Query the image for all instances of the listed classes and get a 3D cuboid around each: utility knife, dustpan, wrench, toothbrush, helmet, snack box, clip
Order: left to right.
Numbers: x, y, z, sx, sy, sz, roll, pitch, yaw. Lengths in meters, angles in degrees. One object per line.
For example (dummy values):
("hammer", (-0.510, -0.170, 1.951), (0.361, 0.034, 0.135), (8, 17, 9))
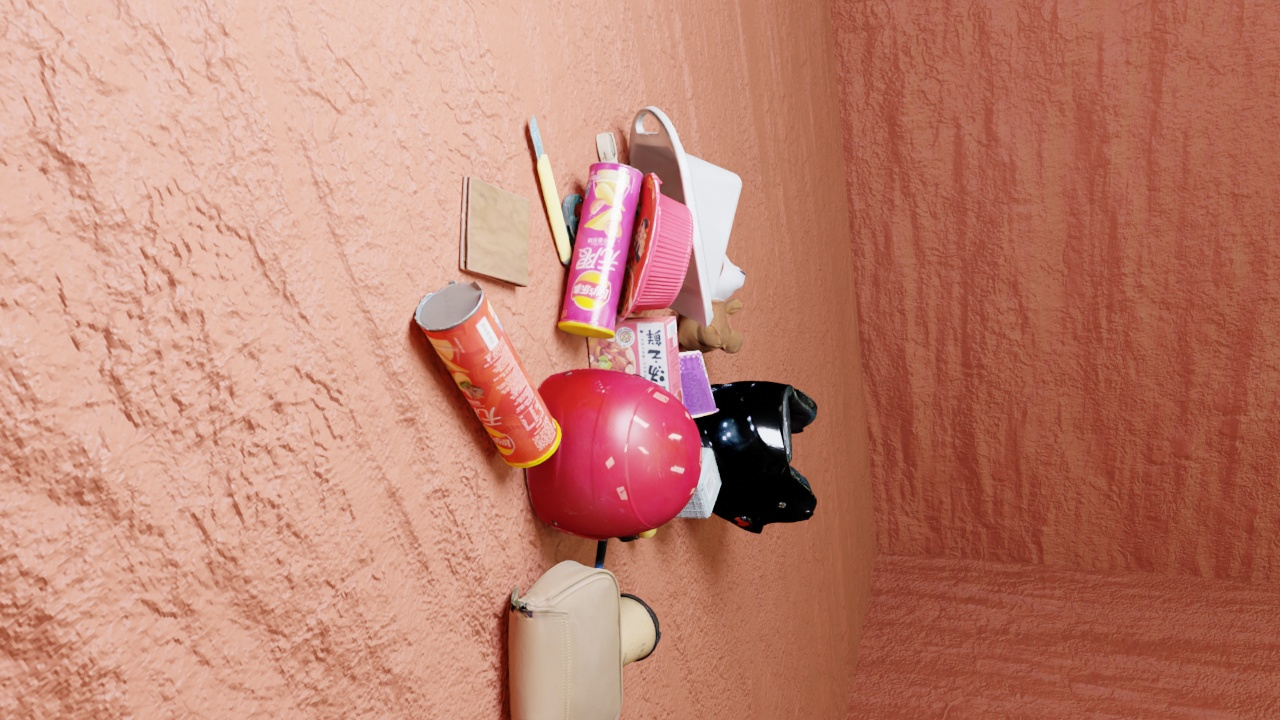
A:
("utility knife", (-0.105, -0.198, 1.102), (0.030, 0.020, 0.197), (-64, 154, -50))
("toothbrush", (-0.050, 0.233, 1.187), (0.189, 0.014, 0.016), (-81, 163, -66))
("wrench", (-0.046, -0.133, 1.253), (0.273, 0.016, 0.056), (51, 49, -56))
("clip", (-0.042, -0.249, 1.239), (0.092, 0.035, 0.103), (-64, 142, -48))
("helmet", (-0.008, 0.113, 1.087), (0.239, 0.144, 0.206), (11, 79, -35))
("snack box", (-0.007, 0.007, 1.219), (0.044, 0.113, 0.127), (-39, 125, -65))
("dustpan", (0.031, -0.205, 1.274), (0.223, 0.142, 0.258), (35, -71, 66))
("helmet", (0.177, 0.157, 1.527), (0.232, 0.230, 0.275), (-75, 176, -48))

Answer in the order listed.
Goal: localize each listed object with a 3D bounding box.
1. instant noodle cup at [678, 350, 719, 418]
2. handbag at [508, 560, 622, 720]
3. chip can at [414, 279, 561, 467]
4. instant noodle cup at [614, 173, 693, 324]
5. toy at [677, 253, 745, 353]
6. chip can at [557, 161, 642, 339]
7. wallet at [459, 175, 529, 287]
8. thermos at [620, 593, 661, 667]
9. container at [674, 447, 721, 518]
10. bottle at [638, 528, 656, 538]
("instant noodle cup", (0.058, 0.038, 1.402), (0.111, 0.112, 0.099), (-13, 93, -67))
("handbag", (-0.091, 0.336, 1.045), (0.147, 0.100, 0.204), (-3, 94, -50))
("chip can", (-0.149, 0.019, 0.931), (0.217, 0.073, 0.073), (67, 32, -44))
("instant noodle cup", (0.017, -0.135, 1.167), (0.194, 0.066, 0.194), (-169, -89, -75))
("toy", (0.115, -0.113, 1.522), (0.140, 0.131, 0.199), (12, 69, -61))
("chip can", (-0.048, -0.137, 1.142), (0.071, 0.071, 0.210), (25, 74, -65))
("wallet", (-0.155, -0.136, 0.987), (0.115, 0.020, 0.101), (9, 81, -65))
("thermos", (-0.040, 0.363, 1.186), (0.143, 0.093, 0.093), (-13, 102, -60))
("container", (0.055, 0.181, 1.376), (0.089, 0.112, 0.090), (-65, 147, -46))
("bottle", (-0.015, 0.159, 1.270), (0.065, 0.065, 0.219), (-62, 146, -48))
